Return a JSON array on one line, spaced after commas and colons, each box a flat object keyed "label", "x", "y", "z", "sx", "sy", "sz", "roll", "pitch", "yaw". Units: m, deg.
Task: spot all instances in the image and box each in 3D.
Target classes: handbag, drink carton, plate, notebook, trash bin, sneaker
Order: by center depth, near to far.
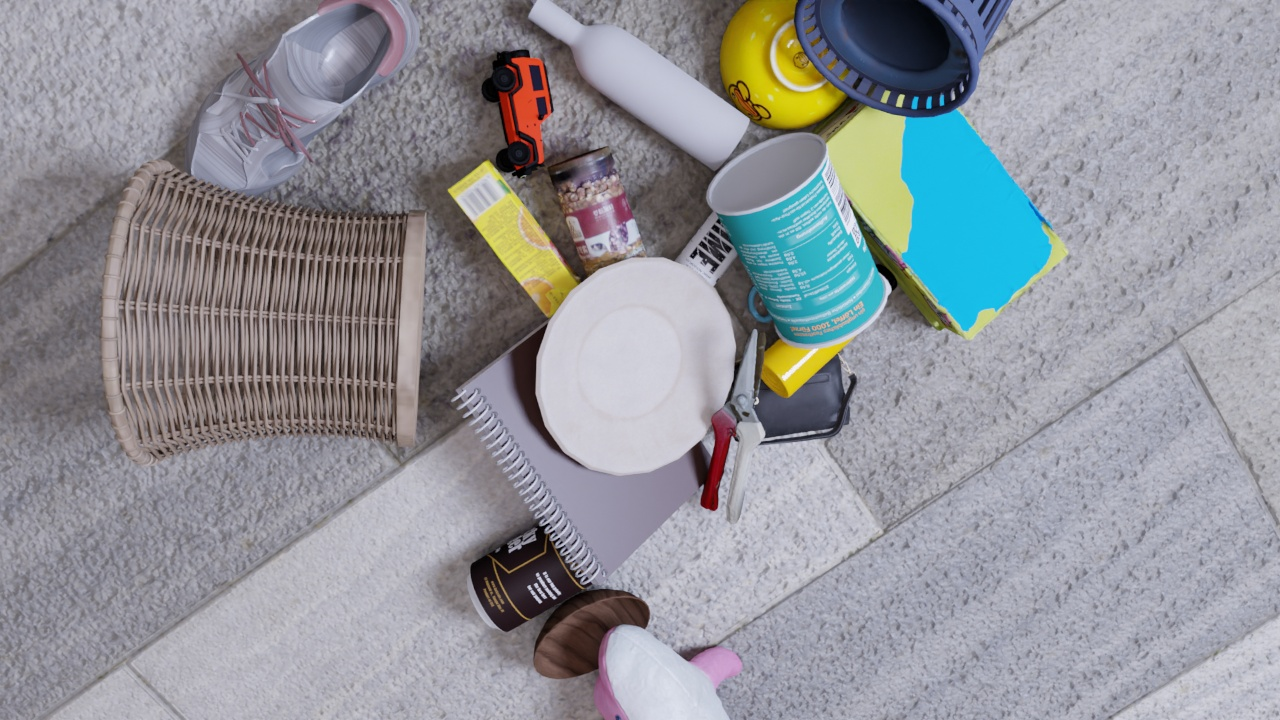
[{"label": "trash bin", "x": 0.234, "y": -0.322, "z": 0.675, "sx": 0.139, "sy": 0.139, "sz": 0.249, "roll": 34, "pitch": 78, "yaw": -12}, {"label": "sneaker", "x": -0.278, "y": -0.208, "z": 0.723, "sx": 0.236, "sy": 0.089, "sz": 0.099, "roll": -40, "pitch": 104, "yaw": 6}, {"label": "drink carton", "x": -0.103, "y": -0.104, "z": 0.779, "sx": 0.043, "sy": 0.058, "sz": 0.134, "roll": -36, "pitch": 105, "yaw": 4}, {"label": "plate", "x": -0.004, "y": 0.005, "z": 0.785, "sx": 0.188, "sy": 0.027, "sz": 0.189, "roll": -7, "pitch": 107, "yaw": -26}, {"label": "notebook", "x": -0.042, "y": 0.066, "z": 0.803, "sx": 0.171, "sy": 0.022, "sz": 0.209, "roll": -40, "pitch": 106, "yaw": -27}, {"label": "handbag", "x": 0.134, "y": 0.031, "z": 0.834, "sx": 0.128, "sy": 0.054, "sz": 0.079, "roll": -8, "pitch": 101, "yaw": 0}]

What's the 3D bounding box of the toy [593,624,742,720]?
[{"label": "toy", "x": 0.035, "y": 0.365, "z": 0.881, "sx": 0.265, "sy": 0.186, "sz": 0.128, "roll": 52, "pitch": 133, "yaw": -5}]

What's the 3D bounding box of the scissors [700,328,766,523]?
[{"label": "scissors", "x": 0.080, "y": 0.059, "z": 0.804, "sx": 0.140, "sy": 0.015, "sz": 0.189, "roll": -10, "pitch": 107, "yaw": 38}]

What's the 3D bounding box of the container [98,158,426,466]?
[{"label": "container", "x": -0.271, "y": -0.031, "z": 0.709, "sx": 0.196, "sy": 0.227, "sz": 0.227, "roll": 3, "pitch": 104, "yaw": -12}]

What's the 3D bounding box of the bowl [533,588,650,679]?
[{"label": "bowl", "x": -0.051, "y": 0.251, "z": 0.870, "sx": 0.119, "sy": 0.032, "sz": 0.119, "roll": -18, "pitch": 137, "yaw": -18}]

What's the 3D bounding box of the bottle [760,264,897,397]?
[{"label": "bottle", "x": 0.166, "y": -0.029, "z": 0.804, "sx": 0.143, "sy": 0.043, "sz": 0.043, "roll": -41, "pitch": 104, "yaw": -11}]

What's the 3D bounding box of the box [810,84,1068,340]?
[{"label": "box", "x": 0.248, "y": -0.136, "z": 0.790, "sx": 0.124, "sy": 0.079, "sz": 0.221, "roll": -44, "pitch": 105, "yaw": 6}]

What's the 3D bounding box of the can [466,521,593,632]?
[{"label": "can", "x": -0.091, "y": 0.192, "z": 0.848, "sx": 0.128, "sy": 0.072, "sz": 0.072, "roll": -30, "pitch": 104, "yaw": 3}]

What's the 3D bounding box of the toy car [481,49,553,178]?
[{"label": "toy car", "x": -0.098, "y": -0.202, "z": 0.756, "sx": 0.048, "sy": 0.051, "sz": 0.100, "roll": -13, "pitch": 99, "yaw": -19}]

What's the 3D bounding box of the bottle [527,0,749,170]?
[{"label": "bottle", "x": -0.004, "y": -0.233, "z": 0.756, "sx": 0.195, "sy": 0.052, "sz": 0.052, "roll": 32, "pitch": 100, "yaw": -11}]

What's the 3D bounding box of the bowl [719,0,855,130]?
[{"label": "bowl", "x": 0.127, "y": -0.250, "z": 0.754, "sx": 0.117, "sy": 0.067, "sz": 0.117, "roll": -1, "pitch": 104, "yaw": -4}]

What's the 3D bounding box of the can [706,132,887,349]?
[{"label": "can", "x": 0.129, "y": -0.095, "z": 0.745, "sx": 0.099, "sy": 0.099, "sz": 0.144, "roll": -31, "pitch": 123, "yaw": 4}]

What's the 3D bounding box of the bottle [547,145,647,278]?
[{"label": "bottle", "x": -0.035, "y": -0.123, "z": 0.780, "sx": 0.056, "sy": 0.056, "sz": 0.105, "roll": -20, "pitch": 105, "yaw": 1}]

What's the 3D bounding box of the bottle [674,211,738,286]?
[{"label": "bottle", "x": 0.078, "y": -0.116, "z": 0.798, "sx": 0.041, "sy": 0.041, "sz": 0.116, "roll": 36, "pitch": 99, "yaw": -12}]

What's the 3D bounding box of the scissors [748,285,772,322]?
[{"label": "scissors", "x": 0.131, "y": -0.089, "z": 0.827, "sx": 0.118, "sy": 0.015, "sz": 0.139, "roll": -32, "pitch": 98, "yaw": 3}]
